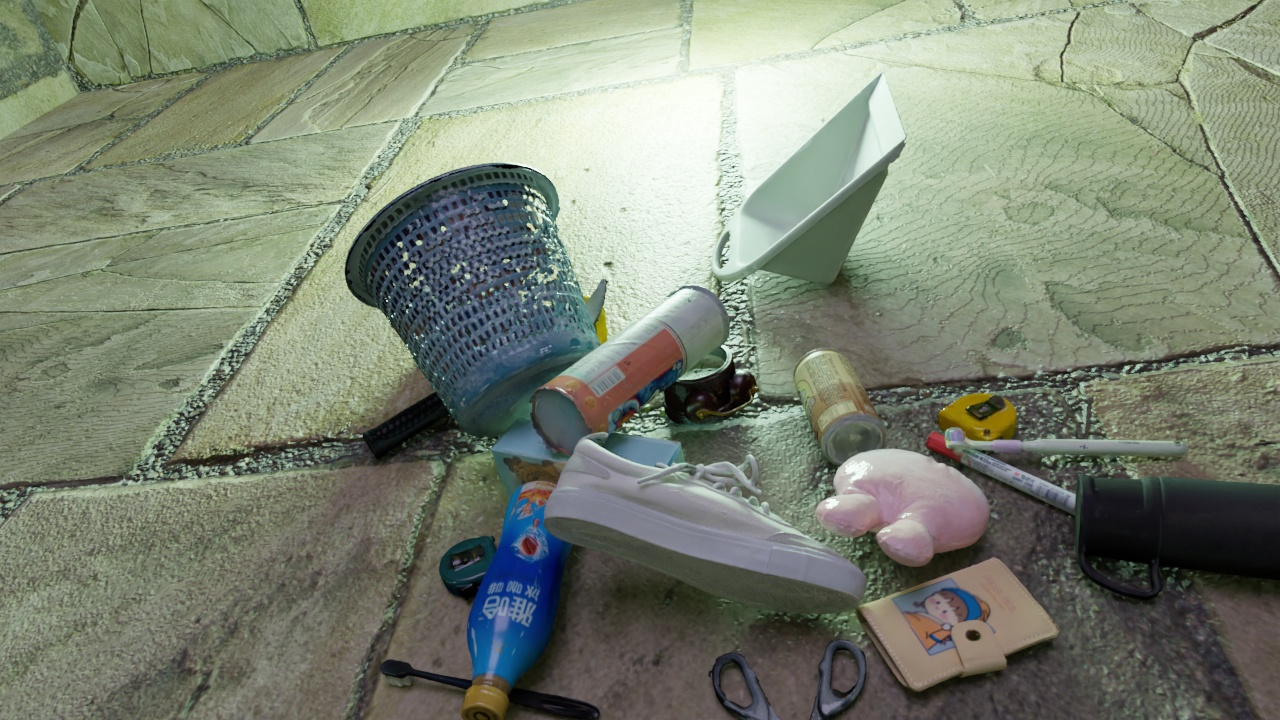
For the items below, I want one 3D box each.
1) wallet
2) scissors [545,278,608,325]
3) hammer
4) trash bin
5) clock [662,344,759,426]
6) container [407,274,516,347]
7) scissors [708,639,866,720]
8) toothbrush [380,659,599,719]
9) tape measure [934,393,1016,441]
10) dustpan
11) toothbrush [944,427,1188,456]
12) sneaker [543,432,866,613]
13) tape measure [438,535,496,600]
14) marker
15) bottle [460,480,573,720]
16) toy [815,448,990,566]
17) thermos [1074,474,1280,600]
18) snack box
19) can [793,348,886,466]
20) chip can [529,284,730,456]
[{"bbox_3d":[0.224,0.188,0.649,0.115,0.024,0.087,-16,29,-7],"label":"wallet"},{"bbox_3d":[-0.074,-0.005,0.982,0.189,0.015,0.226,30,60,25],"label":"scissors"},{"bbox_3d":[-0.163,0.015,1.006,0.300,0.033,0.129,-32,55,-20],"label":"hammer"},{"bbox_3d":[-0.142,-0.042,0.884,0.226,0.227,0.195,-24,71,-16],"label":"trash bin"},{"bbox_3d":[0.065,0.027,0.908,0.082,0.055,0.122,-24,32,-18],"label":"clock"},{"bbox_3d":[-0.210,-0.046,1.083,0.090,0.090,0.114,-35,36,-31],"label":"container"},{"bbox_3d":[0.102,0.251,0.604,0.160,0.014,0.180,16,44,36],"label":"scissors"},{"bbox_3d":[-0.114,0.247,0.683,0.181,0.018,0.015,3,26,20],"label":"toothbrush"},{"bbox_3d":[0.304,0.051,0.817,0.057,0.029,0.060,-28,36,-22],"label":"tape measure"},{"bbox_3d":[0.185,-0.202,1.088,0.142,0.258,0.222,14,36,-3],"label":"dustpan"},{"bbox_3d":[0.354,0.070,0.765,0.190,0.020,0.029,2,22,9],"label":"toothbrush"},{"bbox_3d":[0.053,0.119,0.695,0.242,0.090,0.090,17,60,4],"label":"sneaker"},{"bbox_3d":[-0.145,0.176,0.787,0.054,0.025,0.058,-19,33,-11],"label":"tape measure"},{"bbox_3d":[0.304,0.094,0.764,0.017,0.017,0.145,-33,38,-27],"label":"marker"},{"bbox_3d":[-0.095,0.185,0.715,0.065,0.065,0.218,-5,33,12],"label":"bottle"},{"bbox_3d":[0.199,0.113,0.709,0.121,0.054,0.159,22,23,32],"label":"toy"},{"bbox_3d":[0.435,0.130,0.634,0.243,0.068,0.089,1,69,23],"label":"thermos"},{"bbox_3d":[-0.043,0.104,0.814,0.175,0.074,0.051,7,37,27],"label":"snack box"},{"bbox_3d":[0.181,0.042,0.845,0.058,0.058,0.116,-12,34,2],"label":"can"},{"bbox_3d":[-0.005,0.005,0.827,0.071,0.071,0.214,14,35,35],"label":"chip can"}]
